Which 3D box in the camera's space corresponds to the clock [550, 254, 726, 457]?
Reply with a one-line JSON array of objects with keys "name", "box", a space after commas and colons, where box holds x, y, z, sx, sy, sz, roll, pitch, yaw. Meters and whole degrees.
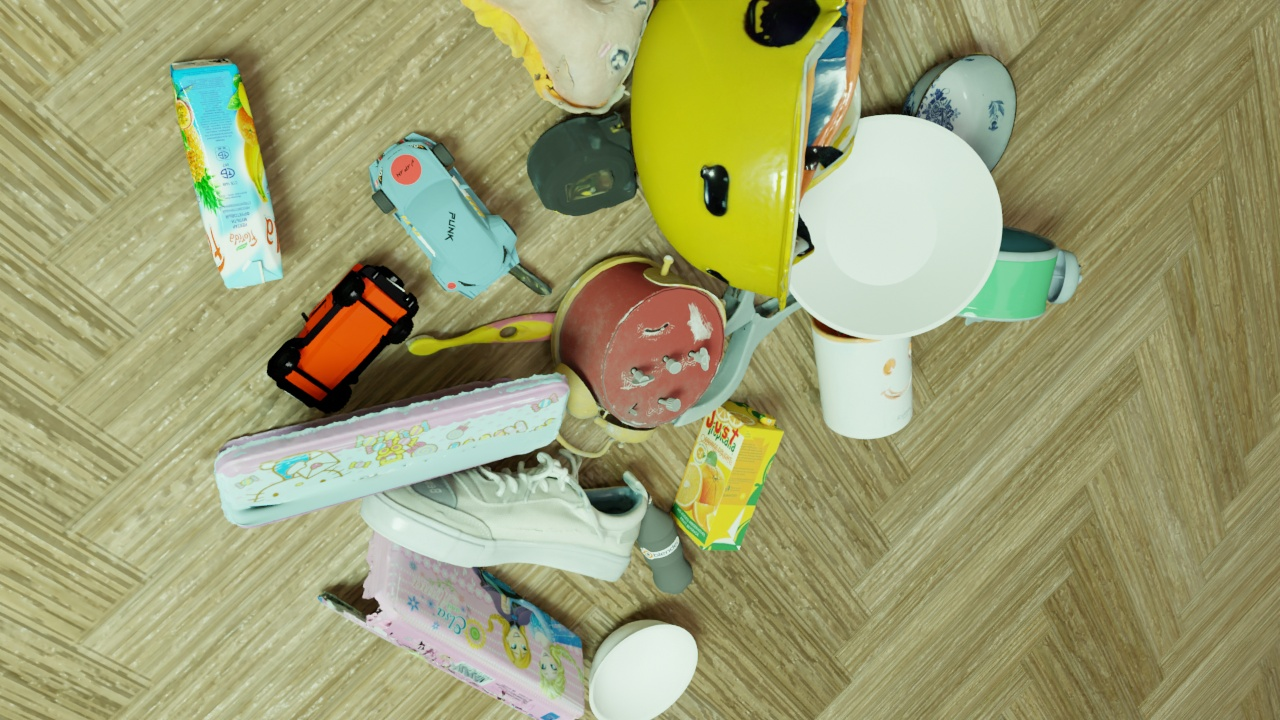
[{"name": "clock", "box": [-0.004, 0.004, 0.678, 0.117, 0.081, 0.159, 34, 90, -43]}]

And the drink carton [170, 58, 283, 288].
[{"name": "drink carton", "box": [-0.236, -0.105, 0.527, 0.038, 0.044, 0.129, -15, 118, -24]}]

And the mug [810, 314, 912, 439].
[{"name": "mug", "box": [0.195, 0.003, 0.803, 0.082, 0.082, 0.105, -25, 124, -18]}]

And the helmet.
[{"name": "helmet", "box": [0.058, -0.156, 0.585, 0.209, 0.140, 0.239, 81, 28, -58]}]

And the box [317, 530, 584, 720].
[{"name": "box", "box": [-0.145, 0.222, 0.723, 0.091, 0.084, 0.230, -29, 129, 19]}]

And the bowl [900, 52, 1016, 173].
[{"name": "bowl", "box": [0.254, -0.199, 0.764, 0.114, 0.045, 0.114, -12, 118, -25]}]

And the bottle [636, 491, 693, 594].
[{"name": "bottle", "box": [0.017, 0.158, 0.800, 0.036, 0.036, 0.110, -30, 124, -15]}]

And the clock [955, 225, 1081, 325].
[{"name": "clock", "box": [0.310, -0.077, 0.802, 0.161, 0.122, 0.075, -4, 113, -20]}]

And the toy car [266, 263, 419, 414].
[{"name": "toy car", "box": [-0.191, -0.017, 0.591, 0.100, 0.049, 0.051, -48, 127, -2]}]

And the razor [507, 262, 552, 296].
[{"name": "razor", "box": [-0.100, -0.073, 0.635, 0.106, 0.026, 0.042, 37, 89, -41]}]

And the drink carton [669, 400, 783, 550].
[{"name": "drink carton", "box": [0.074, 0.096, 0.790, 0.041, 0.058, 0.122, 9, 107, -33]}]

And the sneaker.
[{"name": "sneaker", "box": [-0.090, 0.103, 0.688, 0.242, 0.089, 0.091, 20, 97, -41]}]

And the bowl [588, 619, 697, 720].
[{"name": "bowl", "box": [-0.006, 0.276, 0.840, 0.109, 0.040, 0.110, -12, 118, -25]}]

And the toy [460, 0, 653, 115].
[{"name": "toy", "box": [-0.116, -0.223, 0.538, 0.196, 0.065, 0.264, -42, 133, 4]}]

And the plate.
[{"name": "plate", "box": [0.194, -0.105, 0.735, 0.174, 0.036, 0.174, 1, 95, 11]}]

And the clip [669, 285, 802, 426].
[{"name": "clip", "box": [0.066, -0.021, 0.750, 0.162, 0.027, 0.090, -47, 128, -4]}]

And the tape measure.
[{"name": "tape measure", "box": [-0.038, -0.129, 0.617, 0.072, 0.042, 0.071, -22, 159, -7]}]

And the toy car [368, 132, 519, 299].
[{"name": "toy car", "box": [-0.125, -0.092, 0.579, 0.060, 0.027, 0.108, -38, 100, -2]}]

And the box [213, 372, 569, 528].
[{"name": "box", "box": [-0.158, 0.054, 0.591, 0.213, 0.140, 0.062, -14, 90, -24]}]

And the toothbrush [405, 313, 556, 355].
[{"name": "toothbrush", "box": [-0.103, -0.019, 0.662, 0.135, 0.016, 0.021, -10, 115, -31]}]
